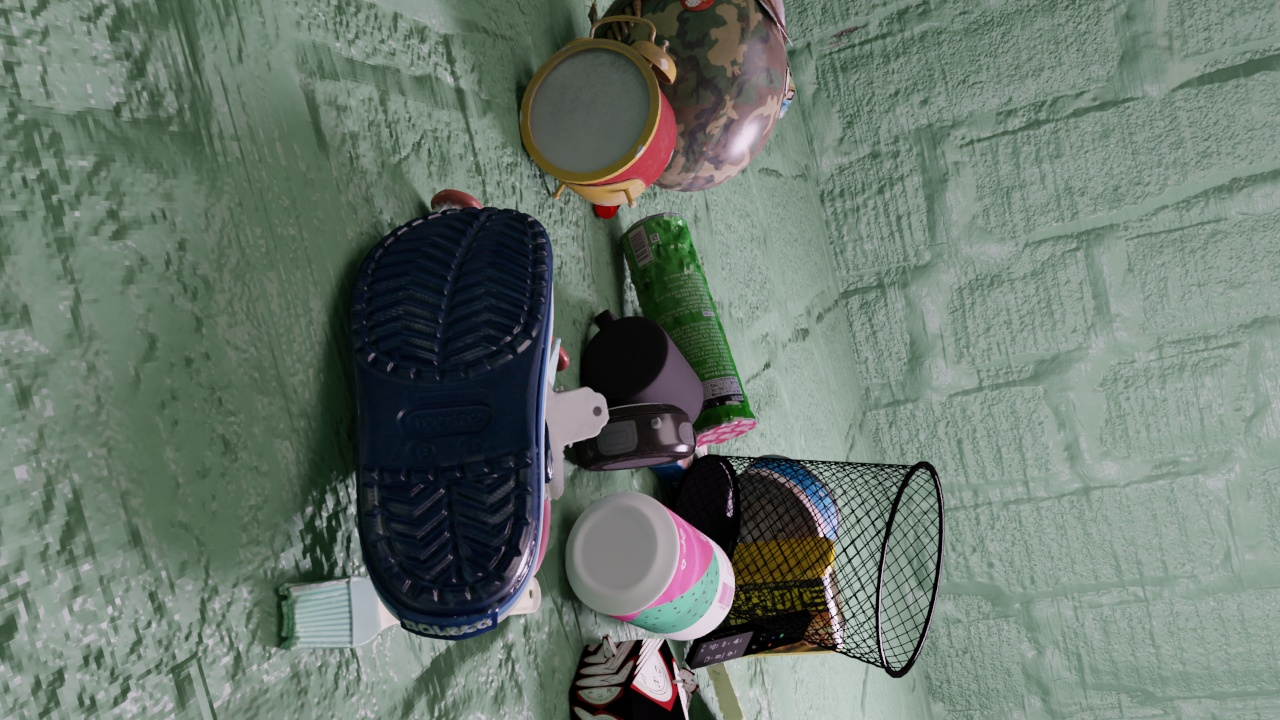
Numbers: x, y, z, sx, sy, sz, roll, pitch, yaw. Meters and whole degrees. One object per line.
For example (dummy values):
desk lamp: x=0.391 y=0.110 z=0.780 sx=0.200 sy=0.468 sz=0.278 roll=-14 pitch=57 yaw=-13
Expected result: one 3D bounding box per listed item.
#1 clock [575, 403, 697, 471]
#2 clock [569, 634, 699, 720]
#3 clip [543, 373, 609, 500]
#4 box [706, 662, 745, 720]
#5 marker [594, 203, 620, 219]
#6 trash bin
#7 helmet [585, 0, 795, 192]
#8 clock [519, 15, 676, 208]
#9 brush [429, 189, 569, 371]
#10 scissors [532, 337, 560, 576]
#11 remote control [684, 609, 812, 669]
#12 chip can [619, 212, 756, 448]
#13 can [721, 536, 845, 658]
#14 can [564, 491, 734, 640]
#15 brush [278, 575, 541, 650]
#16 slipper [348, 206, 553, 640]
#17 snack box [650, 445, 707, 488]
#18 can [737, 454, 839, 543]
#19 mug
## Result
clock: x=-0.003 y=0.059 z=0.720 sx=0.122 sy=0.091 sz=0.043 roll=28 pitch=53 yaw=-70
clock: x=0.010 y=0.269 z=0.673 sx=0.155 sy=0.065 sz=0.114 roll=57 pitch=28 yaw=-44
clip: x=-0.054 y=0.037 z=0.611 sx=0.054 sy=0.041 sz=0.101 roll=-14 pitch=98 yaw=-44
box: x=0.094 y=0.390 z=0.857 sx=0.140 sy=0.048 sz=0.188 roll=-73 pitch=151 yaw=-50
marker: x=-0.020 y=-0.177 z=0.918 sx=0.023 sy=0.021 sz=0.144 roll=45 pitch=29 yaw=-14
trash bin: x=0.148 y=0.171 z=0.844 sx=0.183 sy=0.210 sz=0.184 roll=-12 pitch=104 yaw=-56
helmet: x=0.048 y=-0.281 z=0.878 sx=0.236 sy=0.192 sz=0.225 roll=-118 pitch=-135 yaw=-57
clock: x=-0.026 y=-0.208 z=0.761 sx=0.081 sy=0.117 sz=0.158 roll=23 pitch=78 yaw=-71
brush: x=-0.094 y=-0.040 z=0.615 sx=0.030 sy=0.041 sz=0.172 roll=-65 pitch=145 yaw=-32
scissors: x=-0.080 y=0.051 z=0.591 sx=0.168 sy=0.014 sz=0.170 roll=44 pitch=51 yaw=-50
remote control: x=0.108 y=0.268 z=0.886 sx=0.149 sy=0.013 sz=0.034 roll=0 pitch=120 yaw=-37
chip can: x=0.041 y=-0.031 z=0.873 sx=0.075 sy=0.075 sz=0.223 roll=29 pitch=41 yaw=-65
can: x=0.147 y=0.253 z=0.975 sx=0.072 sy=0.131 sz=0.101 roll=-47 pitch=125 yaw=-67
can: x=0.013 y=0.163 z=0.709 sx=0.166 sy=0.088 sz=0.088 roll=46 pitch=37 yaw=-57
brush: x=-0.109 y=0.130 z=0.490 sx=0.217 sy=0.012 sz=0.033 roll=24 pitch=57 yaw=-64
slipper: x=-0.098 y=0.026 z=0.482 sx=0.095 sy=0.105 sz=0.252 roll=95 pitch=-7 yaw=-53
snack box: x=0.037 y=0.048 z=0.927 sx=0.088 sy=0.033 sz=0.154 roll=47 pitch=36 yaw=-55
can: x=0.158 y=0.173 z=1.040 sx=0.044 sy=0.130 sz=0.130 roll=-34 pitch=114 yaw=-40
mug: x=-0.005 y=0.005 z=0.791 sx=0.113 sy=0.078 sz=0.088 roll=58 pitch=5 yaw=37
